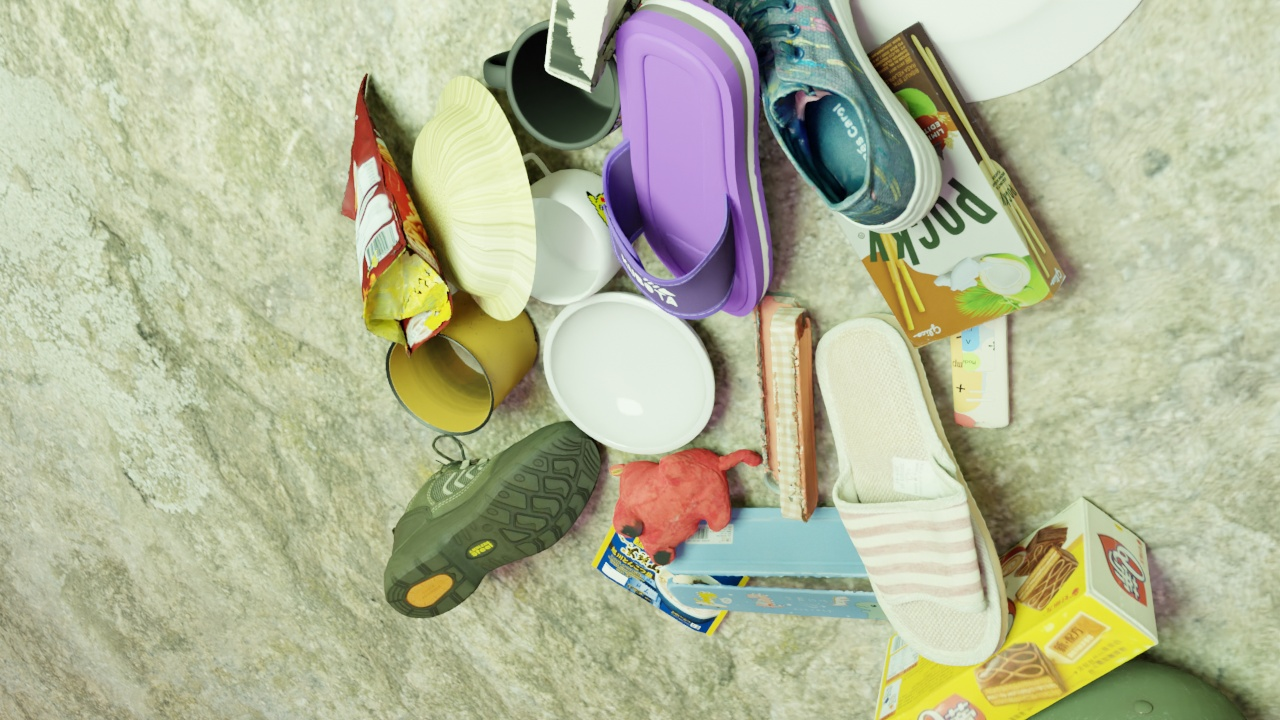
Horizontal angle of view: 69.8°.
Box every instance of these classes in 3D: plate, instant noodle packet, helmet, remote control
[{"bbox_3d":[0.185,-0.270,0.532,0.243,0.016,0.243,11,122,18],"label":"plate"},{"bbox_3d":[0.026,0.200,0.871,0.134,0.026,0.087,30,121,7],"label":"instant noodle packet"},{"bbox_3d":[0.370,0.319,0.704,0.269,0.153,0.227,-31,109,36],"label":"helmet"},{"bbox_3d":[0.244,-0.004,0.660,0.038,0.018,0.126,0,120,24],"label":"remote control"},{"bbox_3d":[-0.138,-0.116,0.693,0.184,0.036,0.185,34,132,48],"label":"plate"}]

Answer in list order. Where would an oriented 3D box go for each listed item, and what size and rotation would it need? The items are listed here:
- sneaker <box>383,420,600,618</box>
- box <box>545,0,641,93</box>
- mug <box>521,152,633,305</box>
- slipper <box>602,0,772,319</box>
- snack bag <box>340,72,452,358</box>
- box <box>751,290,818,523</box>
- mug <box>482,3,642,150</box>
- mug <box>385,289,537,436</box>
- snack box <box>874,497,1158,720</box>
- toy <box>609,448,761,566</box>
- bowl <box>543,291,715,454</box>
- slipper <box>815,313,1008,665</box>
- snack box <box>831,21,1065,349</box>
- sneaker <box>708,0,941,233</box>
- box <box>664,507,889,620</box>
[{"bbox_3d":[-0.145,0.127,0.874,0.238,0.143,0.101,-38,124,4],"label":"sneaker"},{"bbox_3d":[-0.014,-0.257,0.489,0.058,0.144,0.188,18,149,7],"label":"box"},{"bbox_3d":[-0.062,-0.105,0.707,0.094,0.067,0.115,-23,107,33],"label":"mug"},{"bbox_3d":[0.018,-0.098,0.591,0.107,0.083,0.267,31,159,22],"label":"slipper"},{"bbox_3d":[-0.209,-0.112,0.720,0.207,0.066,0.139,58,147,37],"label":"snack bag"},{"bbox_3d":[0.112,0.039,0.722,0.071,0.056,0.187,26,132,49],"label":"box"},{"bbox_3d":[-0.049,-0.199,0.628,0.118,0.098,0.082,10,121,19],"label":"mug"},{"bbox_3d":[-0.156,-0.012,0.788,0.101,0.093,0.124,-26,107,34],"label":"mug"},{"bbox_3d":[0.282,0.218,0.713,0.061,0.109,0.231,36,126,0],"label":"snack box"},{"bbox_3d":[0.035,0.099,0.789,0.133,0.094,0.088,-32,116,7],"label":"toy"},{"bbox_3d":[-0.004,0.004,0.760,0.150,0.043,0.150,11,122,18],"label":"bowl"},{"bbox_3d":[0.189,0.095,0.663,0.115,0.052,0.263,-20,85,47],"label":"slipper"},{"bbox_3d":[0.180,-0.107,0.596,0.101,0.031,0.186,-26,100,45],"label":"snack box"},{"bbox_3d":[0.089,-0.177,0.547,0.088,0.079,0.235,-37,74,43],"label":"sneaker"},{"bbox_3d":[0.127,0.173,0.793,0.209,0.072,0.086,-3,141,23],"label":"box"}]
